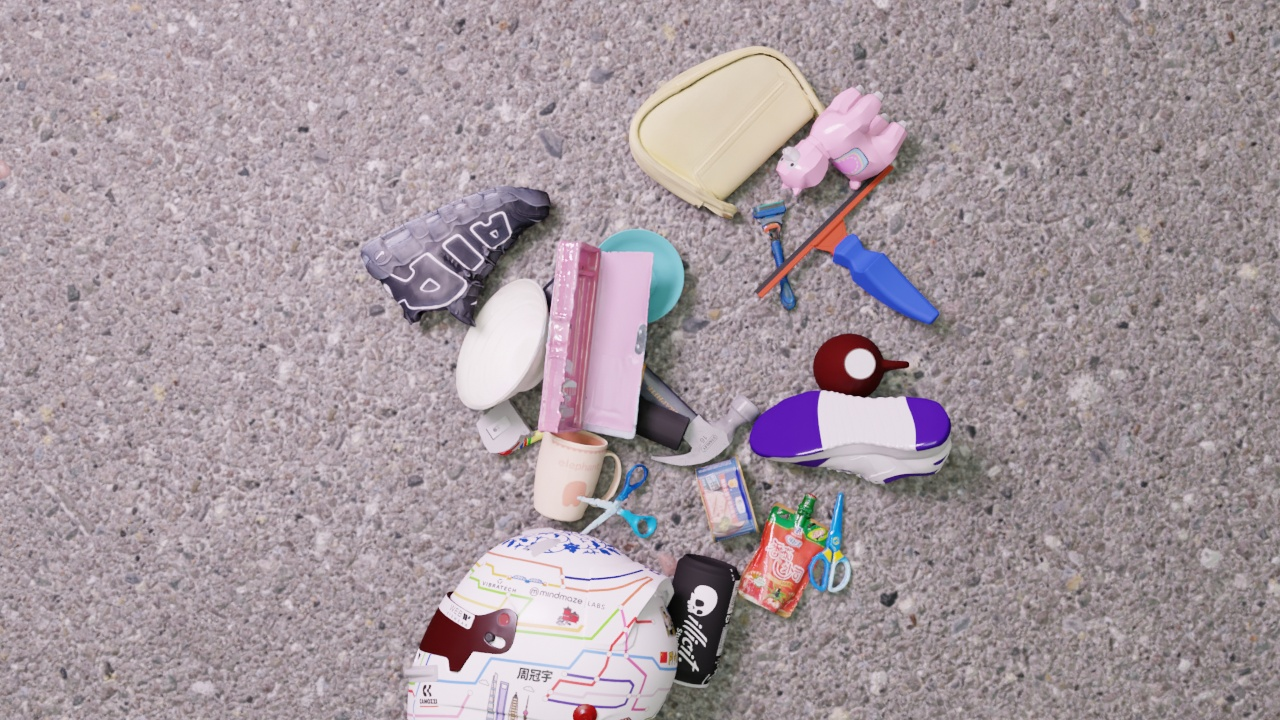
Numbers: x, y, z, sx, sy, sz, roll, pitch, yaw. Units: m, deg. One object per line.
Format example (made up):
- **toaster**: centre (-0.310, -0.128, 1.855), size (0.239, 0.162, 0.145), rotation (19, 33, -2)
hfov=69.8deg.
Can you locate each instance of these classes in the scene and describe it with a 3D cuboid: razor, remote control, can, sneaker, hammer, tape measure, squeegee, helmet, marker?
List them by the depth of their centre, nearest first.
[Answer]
- **helmet**: centre (-0.112, 0.316, 1.067), size (0.315, 0.231, 0.235), rotation (2, 76, 13)
- **can**: centre (0.069, 0.319, 1.132), size (0.080, 0.080, 0.146), rotation (15, 87, 4)
- **sneaker**: centre (0.263, 0.103, 1.136), size (0.245, 0.111, 0.091), rotation (-3, 56, 27)
- **remote control**: centre (-0.010, 0.067, 1.152), size (0.140, 0.021, 0.045), rotation (22, 94, 9)
- **can**: centre (0.108, 0.174, 1.153), size (0.059, 0.054, 0.099), rotation (-15, 86, 4)
- **squeegee**: centre (0.297, -0.109, 1.157), size (0.249, 0.055, 0.185), rotation (-44, 71, -9)
- **sneaker**: centre (-0.217, -0.122, 1.171), size (0.252, 0.097, 0.151), rotation (-22, 91, 2)
- **hammer**: centre (-0.007, 0.007, 1.179), size (0.312, 0.035, 0.139), rotation (44, 93, 5)
- **tape measure**: centre (-0.176, 0.088, 1.180), size (0.062, 0.020, 0.060), rotation (-38, 68, 1)
- **razor**: centre (0.178, -0.133, 1.185), size (0.044, 0.018, 0.141), rotation (-11, 90, 5)
- **marker**: centre (-0.101, 0.082, 1.188), size (0.132, 0.014, 0.014), rotation (-24, 86, 1)

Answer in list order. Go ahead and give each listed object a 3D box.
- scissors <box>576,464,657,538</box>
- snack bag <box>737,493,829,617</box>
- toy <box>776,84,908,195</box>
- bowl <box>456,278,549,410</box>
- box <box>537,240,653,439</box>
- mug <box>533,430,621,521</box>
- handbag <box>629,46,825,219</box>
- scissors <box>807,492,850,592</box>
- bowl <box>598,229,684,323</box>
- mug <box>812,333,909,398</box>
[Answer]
- **scissors**: centre (-0.028, 0.174, 1.151), size (0.130, 0.014, 0.115), rotation (18, 76, -33)
- **snack bag**: centre (0.185, 0.240, 1.157), size (0.087, 0.044, 0.155), rotation (28, 82, -9)
- **toy**: centre (0.248, -0.262, 1.147), size (0.123, 0.067, 0.157), rotation (36, 99, -34)
- **bowl**: centre (-0.156, -0.011, 1.153), size (0.057, 0.177, 0.176), rotation (28, 88, -37)
- **box**: centre (-0.046, -0.023, 1.105), size (0.113, 0.099, 0.232), rotation (7, 90, 17)
- **mug**: centre (-0.079, 0.146, 1.157), size (0.111, 0.085, 0.104), rotation (11, 98, -25)
- **handbag**: centre (0.108, -0.302, 1.173), size (0.233, 0.088, 0.191), rotation (-42, 101, 0)
- **scissors**: centre (0.243, 0.229, 1.157), size (0.061, 0.023, 0.126), rotation (13, 86, -18)
- **bowl**: centre (-0.005, -0.104, 1.178), size (0.121, 0.046, 0.121), rotation (0, 87, 3)
- **mug**: centre (0.277, 0.006, 1.136), size (0.114, 0.088, 0.087), rotation (-2, 86, 3)
